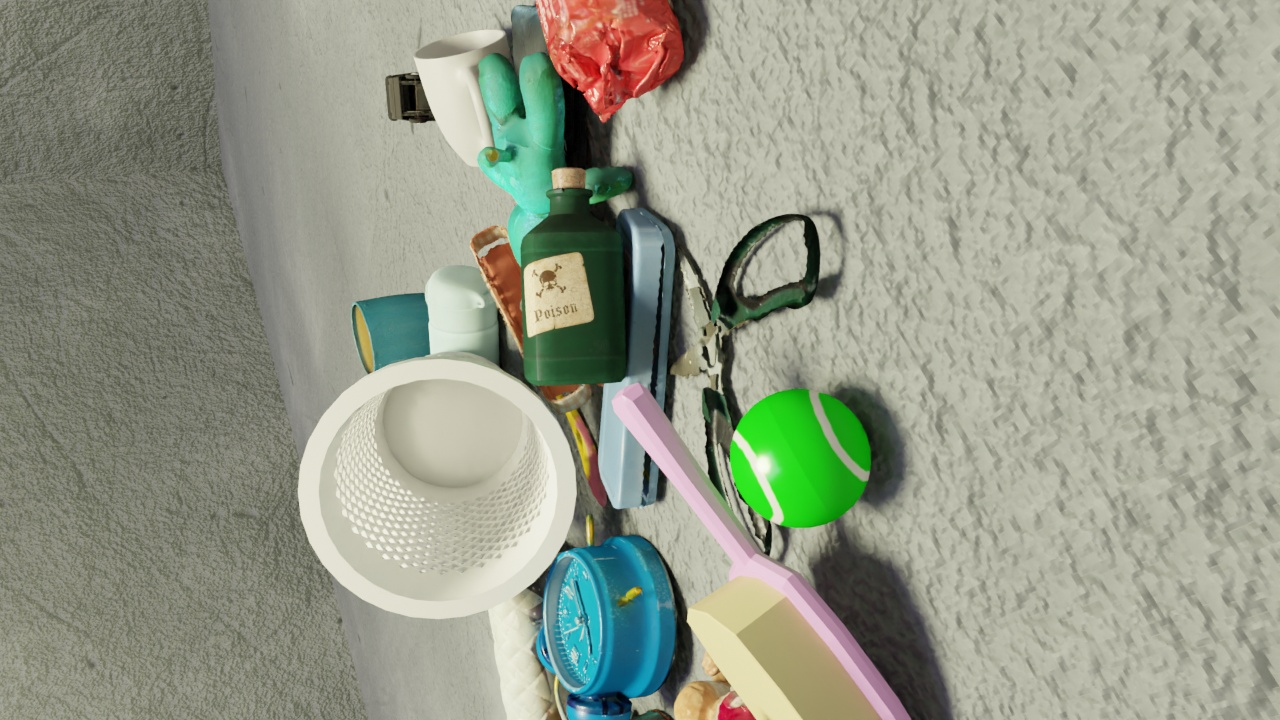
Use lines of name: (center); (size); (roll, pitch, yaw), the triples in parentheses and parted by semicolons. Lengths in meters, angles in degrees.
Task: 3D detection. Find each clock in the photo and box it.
clock: (-0.011, 0.335, 0.709); (0.158, 0.073, 0.121); (-18, 85, 64)
clock: (-0.030, 0.205, 0.677); (0.117, 0.060, 0.162); (43, 123, 53)

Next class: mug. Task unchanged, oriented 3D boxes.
mug: (-0.240, -0.017, 0.972); (0.085, 0.104, 0.112); (-15, 90, 63)
mug: (-0.123, -0.192, 0.698); (0.107, 0.071, 0.089); (-118, 13, -56)

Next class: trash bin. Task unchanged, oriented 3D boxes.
trash bin: (-0.158, 0.075, 0.753); (0.199, 0.195, 0.195); (-127, 30, -76)

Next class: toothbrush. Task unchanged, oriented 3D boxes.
toothbrush: (-0.051, 0.054, 0.737); (0.135, 0.016, 0.021); (66, 149, 18)

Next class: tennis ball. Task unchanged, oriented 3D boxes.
tennis ball: (0.075, 0.046, 0.432); (0.065, 0.065, 0.065); (34, 130, 54)

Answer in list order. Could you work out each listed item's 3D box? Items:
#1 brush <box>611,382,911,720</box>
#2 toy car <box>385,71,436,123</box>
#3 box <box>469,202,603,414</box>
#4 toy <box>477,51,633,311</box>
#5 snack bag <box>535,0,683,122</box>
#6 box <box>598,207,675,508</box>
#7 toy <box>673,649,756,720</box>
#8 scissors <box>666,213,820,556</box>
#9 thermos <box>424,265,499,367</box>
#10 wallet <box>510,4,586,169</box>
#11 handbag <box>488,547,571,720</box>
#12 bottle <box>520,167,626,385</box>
brush: (0.048, 0.114, 0.445); (0.228, 0.043, 0.089); (54, 162, -1)
toy car: (-0.162, -0.218, 0.756); (0.037, 0.092, 0.040); (-131, 38, -61)
box: (-0.073, -0.046, 0.709); (0.187, 0.085, 0.048); (58, -175, 30)
toy: (-0.067, -0.108, 0.617); (0.131, 0.072, 0.193); (16, 132, 37)
snack bag: (-0.029, -0.230, 0.509); (0.082, 0.082, 0.176); (-27, 78, 62)
box: (-0.001, 0.003, 0.612); (0.065, 0.037, 0.210); (-122, 33, -57)
toy: (0.050, 0.208, 0.556); (0.106, 0.074, 0.085); (99, -175, -73)
scissors: (0.058, 0.011, 0.499); (0.202, 0.015, 0.201); (135, 122, -64)
thermos: (-0.170, 0.011, 0.889); (0.078, 0.065, 0.207); (19, 121, 29)
wallet: (-0.069, -0.193, 0.656); (0.089, 0.026, 0.115); (35, 130, 56)
handbag: (-0.085, 0.257, 0.798); (0.138, 0.072, 0.195); (-100, 1, -84)
bottle: (-0.042, -0.052, 0.567); (0.061, 0.061, 0.131); (-169, 77, -78)
